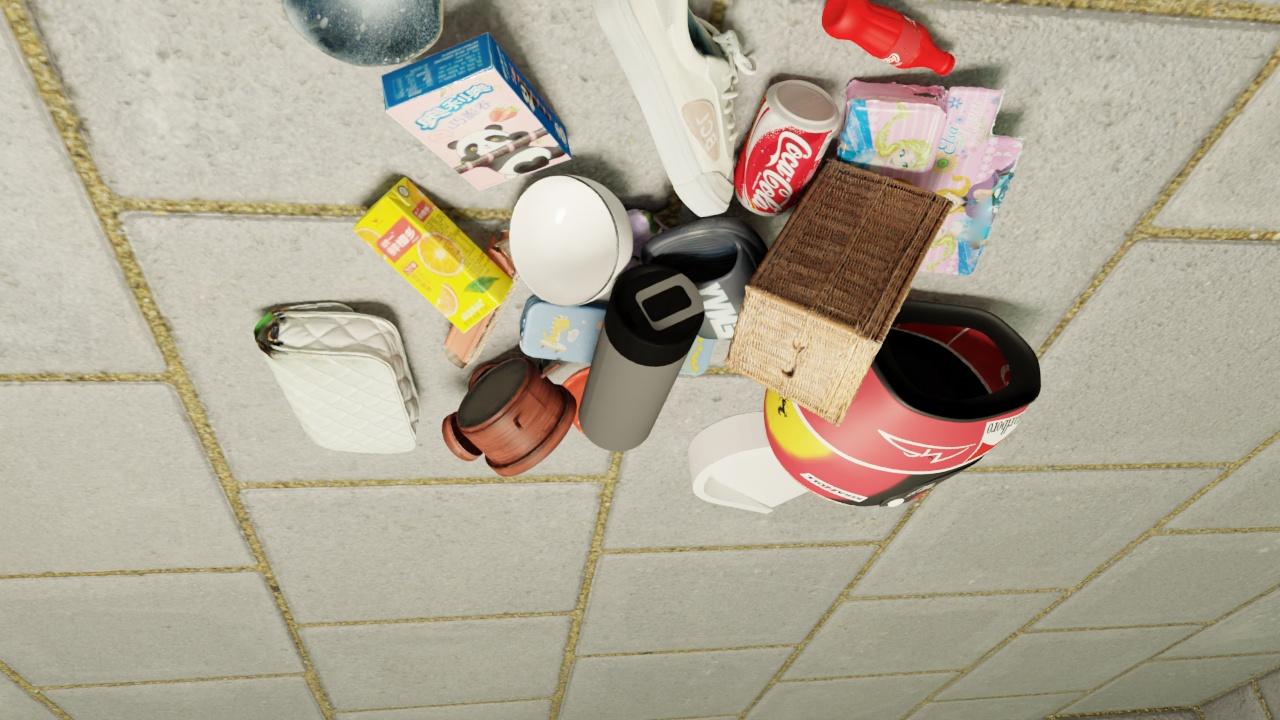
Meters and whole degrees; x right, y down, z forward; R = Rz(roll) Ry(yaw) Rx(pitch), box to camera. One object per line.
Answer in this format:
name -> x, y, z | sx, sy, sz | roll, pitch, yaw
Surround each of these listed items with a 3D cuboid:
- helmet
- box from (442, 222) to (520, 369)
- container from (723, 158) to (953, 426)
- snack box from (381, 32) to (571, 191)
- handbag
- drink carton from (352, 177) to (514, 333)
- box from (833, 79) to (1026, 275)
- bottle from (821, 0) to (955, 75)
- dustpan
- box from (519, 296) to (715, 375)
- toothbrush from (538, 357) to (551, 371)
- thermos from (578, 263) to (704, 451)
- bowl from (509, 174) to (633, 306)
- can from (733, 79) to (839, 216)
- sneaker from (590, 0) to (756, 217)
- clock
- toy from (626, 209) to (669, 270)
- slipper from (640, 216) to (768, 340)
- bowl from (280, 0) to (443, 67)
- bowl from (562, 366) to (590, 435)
helmet -> 0.264, 0.056, 1.009 | 0.270, 0.197, 0.225 | 0, 145, -25
box -> -0.153, -0.066, 0.910 | 0.056, 0.063, 0.189 | 39, 136, -1
container -> 0.164, -0.062, 0.769 | 0.113, 0.197, 0.114 | 26, 145, 12
snack box -> -0.121, -0.184, 0.704 | 0.088, 0.033, 0.154 | -17, 164, 12
handbag -> -0.310, 0.022, 0.968 | 0.139, 0.072, 0.195 | 4, 144, 0
drink carton -> -0.182, -0.093, 0.814 | 0.059, 0.042, 0.134 | -33, 112, 33
box -> 0.250, -0.148, 0.831 | 0.159, 0.035, 0.231 | 5, 145, 6
bottle -> 0.195, -0.249, 0.708 | 0.119, 0.036, 0.036 | 14, 139, -27
dustpan -> 0.179, 0.153, 1.247 | 0.192, 0.053, 0.257 | -31, 138, 30
box -> -0.021, -0.022, 0.968 | 0.209, 0.058, 0.068 | 5, 141, -18
toothbrush -> -0.125, 0.041, 1.069 | 0.016, 0.017, 0.190 | 4, 142, -17
thermos -> -0.005, 0.005, 0.875 | 0.082, 0.082, 0.241 | 1, 153, -11
bowl -> -0.054, -0.108, 0.813 | 0.114, 0.113, 0.063 | -32, 175, 31
can -> 0.120, -0.176, 0.771 | 0.064, 0.064, 0.105 | 3, 143, -14
sneaker -> 0.047, -0.204, 0.700 | 0.091, 0.089, 0.242 | -18, 142, 12
clock -> -0.146, 0.057, 0.985 | 0.158, 0.120, 0.072 | -10, 132, 43
toy -> -0.015, -0.107, 0.870 | 0.100, 0.036, 0.080 | -24, 152, 28
slipper -> 0.083, -0.051, 0.883 | 0.111, 0.083, 0.268 | -11, 159, 22
bowl -> -0.184, -0.257, 0.614 | 0.110, 0.055, 0.110 | -4, 144, -3
bowl -> -0.032, 0.058, 1.086 | 0.130, 0.045, 0.131 | -5, 144, -4
